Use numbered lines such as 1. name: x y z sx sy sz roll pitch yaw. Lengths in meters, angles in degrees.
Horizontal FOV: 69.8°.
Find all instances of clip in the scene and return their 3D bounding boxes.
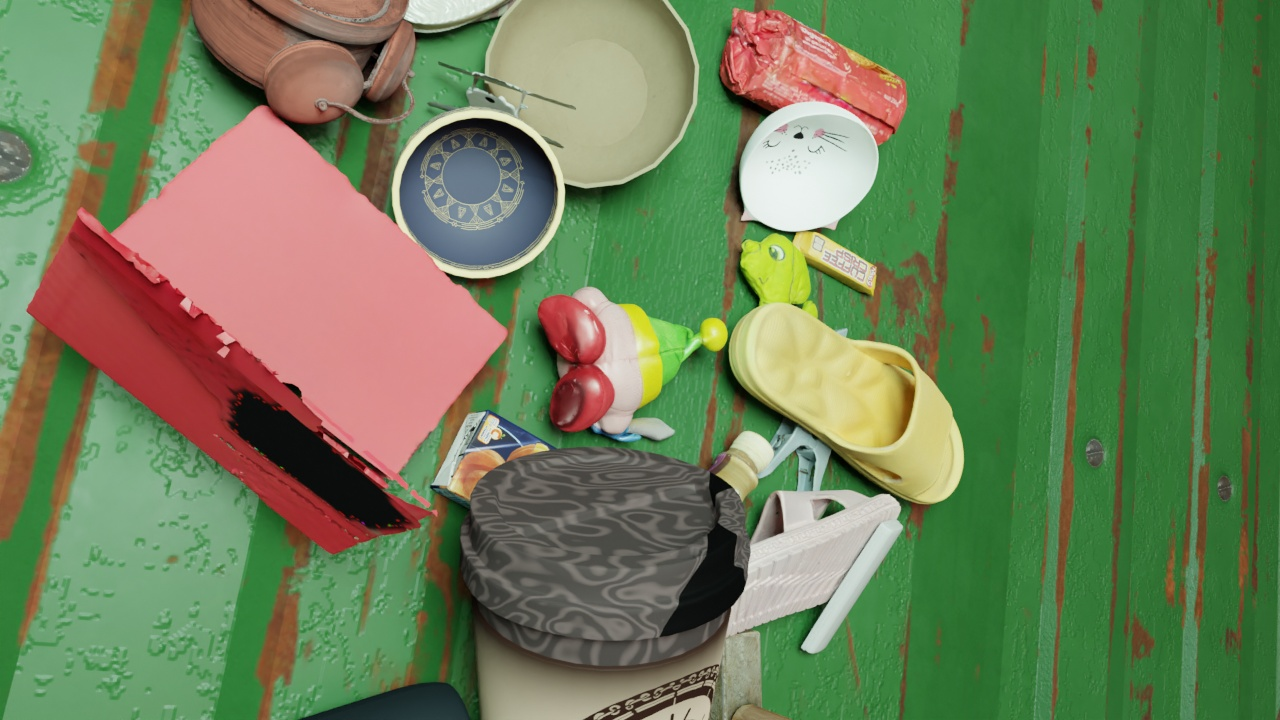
1. clip: -0.098 -0.173 0.625 0.102 0.056 0.056 17 36 -1
2. clip: 0.137 0.037 0.780 0.112 0.028 0.162 34 68 -22

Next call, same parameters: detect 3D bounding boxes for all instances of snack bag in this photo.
1. snack bag: 0.175 -0.087 0.817 0.099 0.020 0.026 25 75 -25
2. snack bag: 0.150 -0.236 0.784 0.176 0.082 0.082 17 77 -27

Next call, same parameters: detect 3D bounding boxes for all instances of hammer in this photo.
1. hammer: 0.132 0.275 0.593 0.037 0.301 0.158 2 84 -30

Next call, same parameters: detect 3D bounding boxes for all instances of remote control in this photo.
1. remote control: 0.173 0.186 0.749 0.033 0.012 0.131 4 119 -52

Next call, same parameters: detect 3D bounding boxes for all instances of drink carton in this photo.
1. drink carton: -0.074 0.093 0.646 0.130 0.040 0.064 33 70 -23

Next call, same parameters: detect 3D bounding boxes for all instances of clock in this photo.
1. clock: -0.200 -0.208 0.559 0.157 0.072 0.120 45 37 -4

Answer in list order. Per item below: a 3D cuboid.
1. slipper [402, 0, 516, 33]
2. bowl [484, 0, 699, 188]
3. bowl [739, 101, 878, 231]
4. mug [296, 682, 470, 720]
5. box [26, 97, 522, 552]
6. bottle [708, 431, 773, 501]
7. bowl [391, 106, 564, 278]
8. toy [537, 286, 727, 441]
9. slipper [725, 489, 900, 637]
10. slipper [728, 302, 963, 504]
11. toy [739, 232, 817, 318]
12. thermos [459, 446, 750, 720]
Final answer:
1. slipper: -0.090 -0.321 0.672 0.262 0.052 0.115 -40 107 -23
2. bowl: -0.034 -0.200 0.671 0.152 0.050 0.152 0 94 0
3. bowl: 0.134 -0.168 0.763 0.114 0.115 0.050 19 40 -27
4. mug: -0.155 0.264 0.566 0.094 0.085 0.122 -9 118 -30
5. box: -0.270 0.001 0.652 0.217 0.352 0.197 44 62 -18
6. bottle: 0.044 0.121 0.699 0.059 0.060 0.165 50 64 -16
7. bowl: -0.113 -0.119 0.626 0.112 0.061 0.112 -7 118 -14
8. toy: -0.004 0.004 0.671 0.131 0.097 0.124 -13 95 -54
9. slipper: 0.111 0.150 0.718 0.238 0.064 0.094 -10 130 -42
10. slipper: 0.190 0.033 0.750 0.263 0.079 0.099 29 68 -24
11. toy: 0.116 -0.059 0.773 0.094 0.036 0.093 22 78 -32
12. thermos: -0.027 0.189 0.569 0.172 0.173 0.226 -6 110 -30
